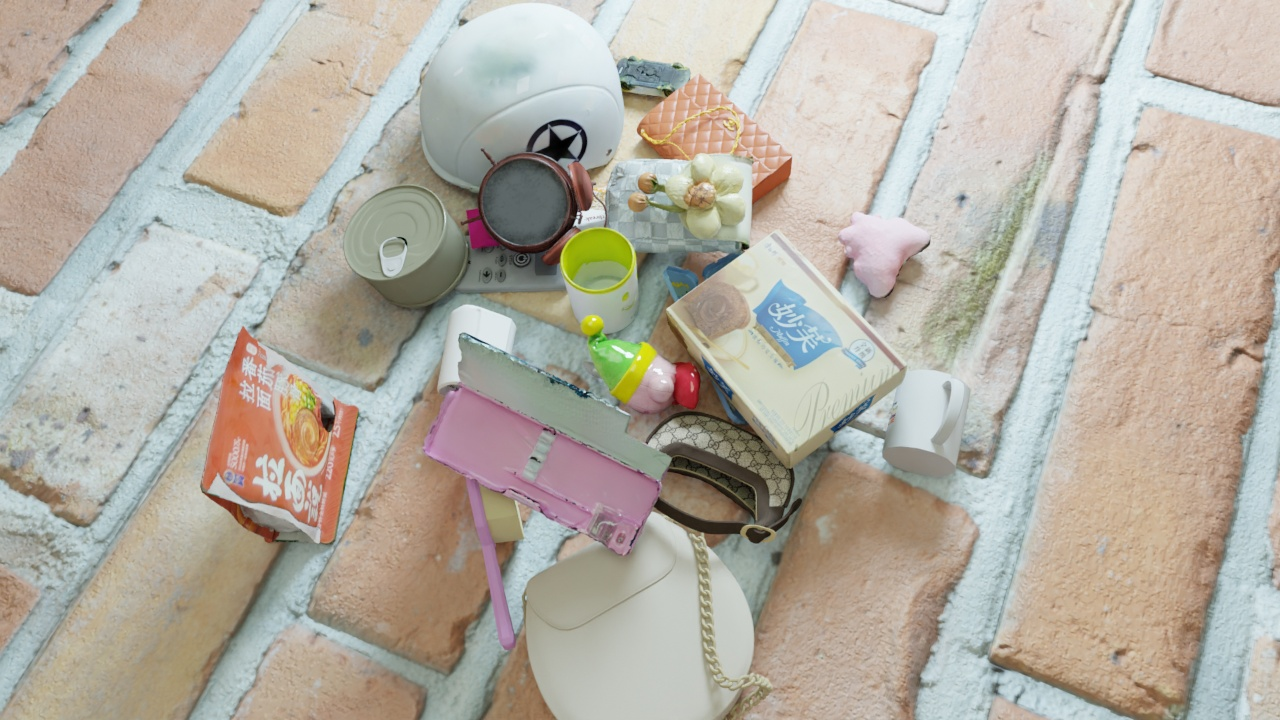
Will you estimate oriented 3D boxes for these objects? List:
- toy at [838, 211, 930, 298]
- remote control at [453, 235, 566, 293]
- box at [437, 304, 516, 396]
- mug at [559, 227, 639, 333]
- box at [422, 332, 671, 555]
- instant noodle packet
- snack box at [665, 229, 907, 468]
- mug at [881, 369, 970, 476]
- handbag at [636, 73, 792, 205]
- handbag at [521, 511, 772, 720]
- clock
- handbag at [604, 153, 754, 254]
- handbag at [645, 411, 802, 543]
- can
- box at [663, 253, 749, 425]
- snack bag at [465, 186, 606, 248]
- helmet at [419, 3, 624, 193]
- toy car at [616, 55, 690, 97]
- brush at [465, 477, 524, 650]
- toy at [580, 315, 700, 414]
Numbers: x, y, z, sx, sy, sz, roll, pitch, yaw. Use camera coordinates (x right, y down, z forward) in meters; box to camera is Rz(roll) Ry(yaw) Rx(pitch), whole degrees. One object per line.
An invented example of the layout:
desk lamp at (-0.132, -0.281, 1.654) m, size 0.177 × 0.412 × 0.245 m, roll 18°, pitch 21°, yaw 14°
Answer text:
toy at (0.276, -0.131, 1.067) m, size 0.093 × 0.050 × 0.102 m, roll 35°, pitch 76°, yaw 14°
remote control at (-0.159, -0.119, 1.107) m, size 0.151 × 0.019 × 0.074 m, roll -1°, pitch 66°, yaw 3°
box at (-0.166, 0.000, 0.995) m, size 0.083 × 0.144 × 0.136 m, roll 22°, pitch 64°, yaw -34°
mug at (-0.044, -0.088, 1.038) m, size 0.082 × 0.106 × 0.082 m, roll -1°, pitch 65°, yaw 3°
box at (-0.084, 0.074, 0.875) m, size 0.230 × 0.159 × 0.066 m, roll 25°, pitch 26°, yaw 7°
instant noodle packet at (-0.373, 0.081, 0.922) m, size 0.084 × 0.221 × 0.164 m, roll 2°, pitch 66°, yaw 6°
snack box at (0.147, -0.016, 0.954) m, size 0.153 × 0.055 × 0.207 m, roll -36°, pitch 68°, yaw -6°
mug at (0.303, 0.061, 0.951) m, size 0.073 × 0.105 × 0.089 m, roll 20°, pitch 68°, yaw -2°
handbag at (0.089, -0.266, 1.138) m, size 0.108 × 0.060 × 0.172 m, roll -39°, pitch 69°, yaw -9°
handbag at (0.000, 0.265, 0.881) m, size 0.210 × 0.103 × 0.208 m, roll -28°, pitch 63°, yaw -10°
clock at (-0.115, -0.176, 1.050) m, size 0.157 × 0.072 × 0.120 m, roll 16°, pitch 98°, yaw -5°
handbag at (0.038, -0.179, 1.041) m, size 0.172 × 0.123 × 0.112 m, roll 1°, pitch 87°, yaw 15°
handbag at (0.077, 0.125, 0.931) m, size 0.166 × 0.063 × 0.138 m, roll 26°, pitch 40°, yaw 13°
can at (-0.273, -0.133, 1.079) m, size 0.128 × 0.073 × 0.127 m, roll -6°, pitch 65°, yaw 13°
box at (0.106, -0.025, 1.035) m, size 0.120 × 0.049 × 0.209 m, roll -15°, pitch 65°, yaw -18°
snack bag at (-0.112, -0.177, 1.118) m, size 0.196 × 0.016 × 0.070 m, roll -10°, pitch 53°, yaw -6°
helmet at (-0.156, -0.333, 1.125) m, size 0.264 × 0.164 × 0.236 m, roll -17°, pitch 65°, yaw -3°
toy car at (0.014, -0.366, 1.197) m, size 0.105 × 0.033 × 0.048 m, roll 14°, pitch 63°, yaw 18°
brush at (-0.142, 0.176, 0.932) m, size 0.043 × 0.089 × 0.228 m, roll -13°, pitch 62°, yaw -8°
toy at (-0.006, 0.006, 0.988) m, size 0.131 × 0.124 × 0.097 m, roll 8°, pitch 96°, yaw -8°
